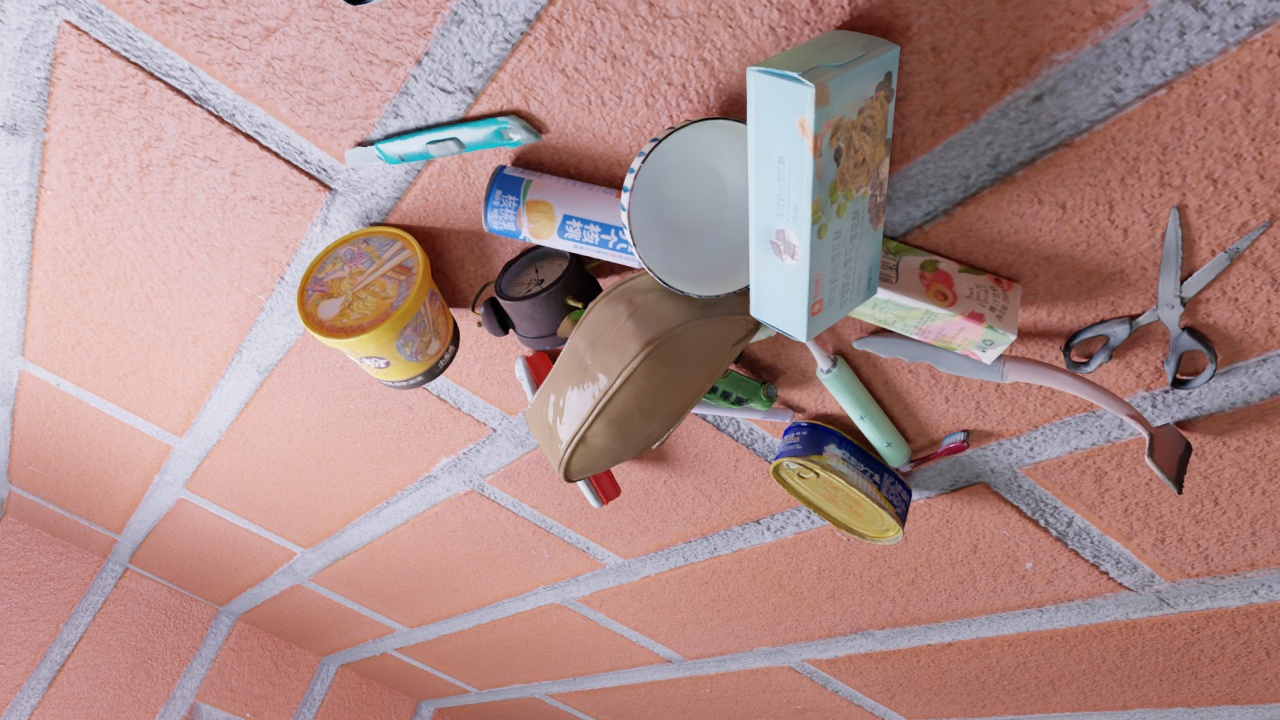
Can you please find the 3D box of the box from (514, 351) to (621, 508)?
[{"bbox_3d":[-0.077,0.075,0.945,0.047,0.086,0.201,-29,138,-4],"label":"box"}]

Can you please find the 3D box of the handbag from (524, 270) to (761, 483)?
[{"bbox_3d":[-0.004,0.004,0.714,0.099,0.147,0.205,58,135,22],"label":"handbag"}]

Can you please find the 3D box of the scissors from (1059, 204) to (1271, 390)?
[{"bbox_3d":[0.358,-0.034,0.628,0.160,0.014,0.177,-23,126,42],"label":"scissors"}]

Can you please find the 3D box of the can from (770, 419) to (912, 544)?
[{"bbox_3d":[0.191,0.115,0.863,0.148,0.049,0.075,35,146,-15],"label":"can"}]

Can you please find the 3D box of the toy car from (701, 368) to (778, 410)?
[{"bbox_3d":[0.078,0.023,0.810,0.091,0.036,0.043,20,172,-19],"label":"toy car"}]

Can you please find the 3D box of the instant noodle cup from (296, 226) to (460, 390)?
[{"bbox_3d":[-0.227,-0.040,0.826,0.118,0.118,0.114,7,152,18],"label":"instant noodle cup"}]

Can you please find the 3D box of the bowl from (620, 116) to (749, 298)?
[{"bbox_3d":[0.040,-0.105,0.617,0.116,0.116,0.066,35,-174,-22],"label":"bowl"}]

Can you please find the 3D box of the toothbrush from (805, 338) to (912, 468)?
[{"bbox_3d":[0.176,0.024,0.785,0.027,0.026,0.224,-21,130,30],"label":"toothbrush"}]

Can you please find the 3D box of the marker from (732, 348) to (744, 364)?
[{"bbox_3d":[0.026,-0.027,0.794,0.132,0.020,0.022,21,174,-2],"label":"marker"}]

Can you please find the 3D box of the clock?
[{"bbox_3d":[-0.087,-0.054,0.760,0.122,0.081,0.055,-3,136,28],"label":"clock"}]

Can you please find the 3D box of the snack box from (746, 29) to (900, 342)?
[{"bbox_3d":[0.108,-0.102,0.554,0.052,0.074,0.175,31,142,38],"label":"snack box"}]

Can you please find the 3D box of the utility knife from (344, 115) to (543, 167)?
[{"bbox_3d":[-0.158,-0.163,0.700,0.187,0.013,0.029,-2,141,29],"label":"utility knife"}]

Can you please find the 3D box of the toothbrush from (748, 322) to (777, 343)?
[{"bbox_3d":[0.035,-0.008,0.784,0.190,0.020,0.029,-15,166,39],"label":"toothbrush"}]

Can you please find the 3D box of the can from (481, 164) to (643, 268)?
[{"bbox_3d":[-0.047,-0.107,0.688,0.134,0.053,0.053,14,146,8],"label":"can"}]

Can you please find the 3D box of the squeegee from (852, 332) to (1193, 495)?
[{"bbox_3d":[0.275,0.015,0.676,0.250,0.040,0.247,22,-166,29],"label":"squeegee"}]

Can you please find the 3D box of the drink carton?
[{"bbox_3d":[0.202,-0.044,0.652,0.122,0.053,0.046,19,147,3],"label":"drink carton"}]

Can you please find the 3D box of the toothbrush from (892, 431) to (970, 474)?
[{"bbox_3d":[0.241,0.101,0.874,0.016,0.017,0.188,28,148,-17],"label":"toothbrush"}]

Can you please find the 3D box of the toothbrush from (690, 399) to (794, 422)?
[{"bbox_3d":[0.052,0.038,0.838,0.189,0.021,0.029,9,163,-12],"label":"toothbrush"}]

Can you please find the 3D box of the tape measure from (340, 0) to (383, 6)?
[{"bbox_3d":[-0.166,-0.245,0.541,0.034,0.065,0.066,1,140,33],"label":"tape measure"}]
